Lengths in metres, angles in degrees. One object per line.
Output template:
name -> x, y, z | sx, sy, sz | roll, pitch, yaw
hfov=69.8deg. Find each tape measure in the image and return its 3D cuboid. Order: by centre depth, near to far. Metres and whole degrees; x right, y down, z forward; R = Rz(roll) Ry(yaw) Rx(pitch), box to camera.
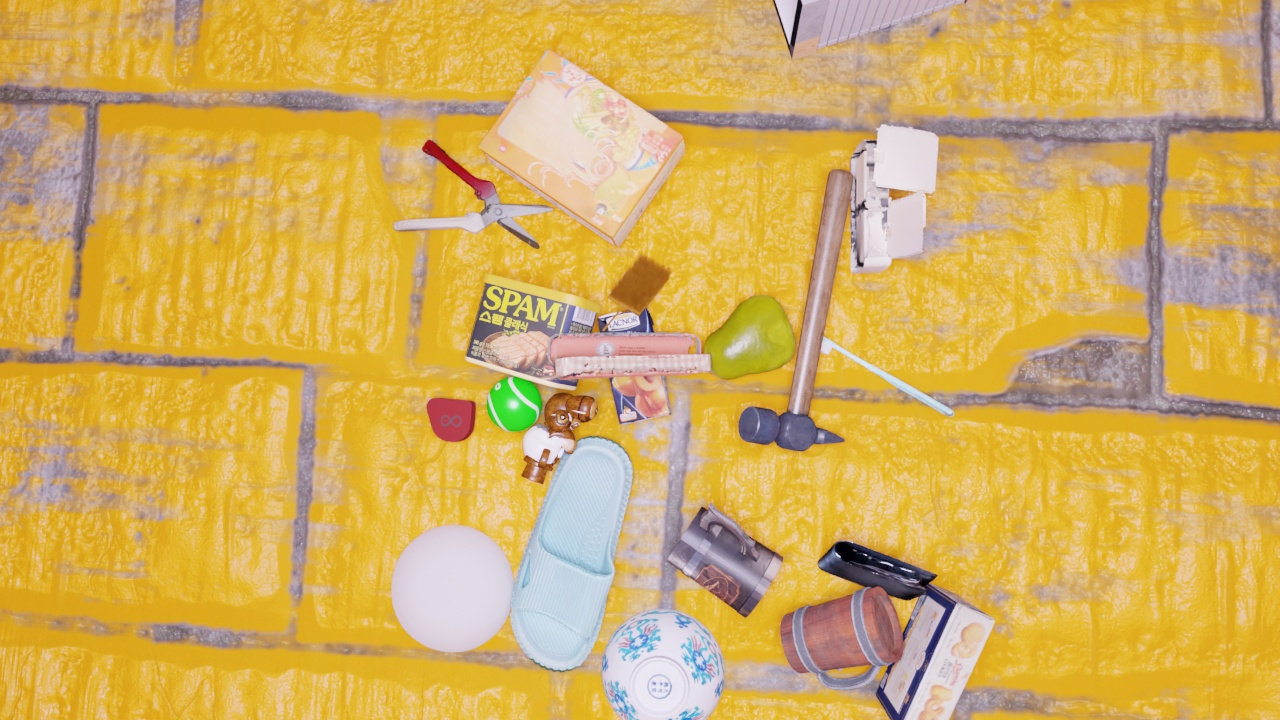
tape measure -> -0.229, 0.072, 1.107 | 0.059, 0.019, 0.051 | 4, 87, 12

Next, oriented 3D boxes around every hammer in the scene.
hammer -> 0.200, -0.057, 1.036 | 0.129, 0.040, 0.321 | 11, 89, -27

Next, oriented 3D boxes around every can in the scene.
can -> -0.126, -0.033, 1.064 | 0.135, 0.075, 0.104 | 16, 90, 24

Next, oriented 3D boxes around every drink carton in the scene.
drink carton -> -0.006, 0.006, 1.081 | 0.064, 0.040, 0.130 | -13, 84, 4

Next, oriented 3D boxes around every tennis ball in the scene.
tennis ball -> -0.148, 0.051, 1.077 | 0.065, 0.065, 0.065 | 0, 85, 5

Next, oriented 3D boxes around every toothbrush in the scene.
toothbrush -> 0.282, 0.019, 1.066 | 0.180, 0.016, 0.016 | 29, 85, 7

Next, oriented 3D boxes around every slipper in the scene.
slipper -> -0.080, 0.221, 1.057 | 0.116, 0.069, 0.276 | 15, 86, 9

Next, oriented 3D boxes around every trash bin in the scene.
trash bin -> 0.276, -0.474, 1.045 | 0.247, 0.142, 0.142 | -17, 84, 3

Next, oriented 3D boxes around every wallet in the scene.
wallet -> 0.259, 0.235, 1.014 | 0.115, 0.089, 0.026 | 19, 69, 8

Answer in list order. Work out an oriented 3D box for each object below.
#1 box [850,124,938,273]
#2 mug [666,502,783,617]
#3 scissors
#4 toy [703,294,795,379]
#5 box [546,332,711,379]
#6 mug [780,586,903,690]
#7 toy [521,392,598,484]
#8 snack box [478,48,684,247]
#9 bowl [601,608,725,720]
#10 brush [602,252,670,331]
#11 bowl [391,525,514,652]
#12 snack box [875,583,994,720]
box -> 0.275, -0.171, 1.000 | 0.080, 0.180, 0.143 | -1, 92, 4
mug -> 0.099, 0.214, 1.021 | 0.107, 0.116, 0.079 | 33, 49, 8
scissors -> -0.216, -0.191, 1.130 | 0.179, 0.015, 0.198 | -33, 84, 0
toy -> 0.123, -0.023, 1.065 | 0.110, 0.051, 0.090 | -25, 90, -1
box -> -0.009, -0.006, 1.017 | 0.186, 0.057, 0.067 | -2, 66, -25
mug -> 0.227, 0.313, 1.007 | 0.111, 0.081, 0.117 | -23, 110, 29
toy -> -0.098, 0.088, 1.058 | 0.067, 0.087, 0.112 | 22, 83, -3
snack box -> -0.066, -0.249, 1.088 | 0.195, 0.080, 0.145 | 35, 89, 7
bowl -> 0.023, 0.358, 1.031 | 0.144, 0.074, 0.144 | 0, 85, 5
brush -> -0.009, -0.077, 1.061 | 0.048, 0.017, 0.126 | 31, 47, 7
bowl -> -0.226, 0.270, 1.077 | 0.149, 0.043, 0.149 | 0, 85, 5
snack box -> 0.307, 0.317, 0.973 | 0.042, 0.145, 0.144 | 25, 88, 6
